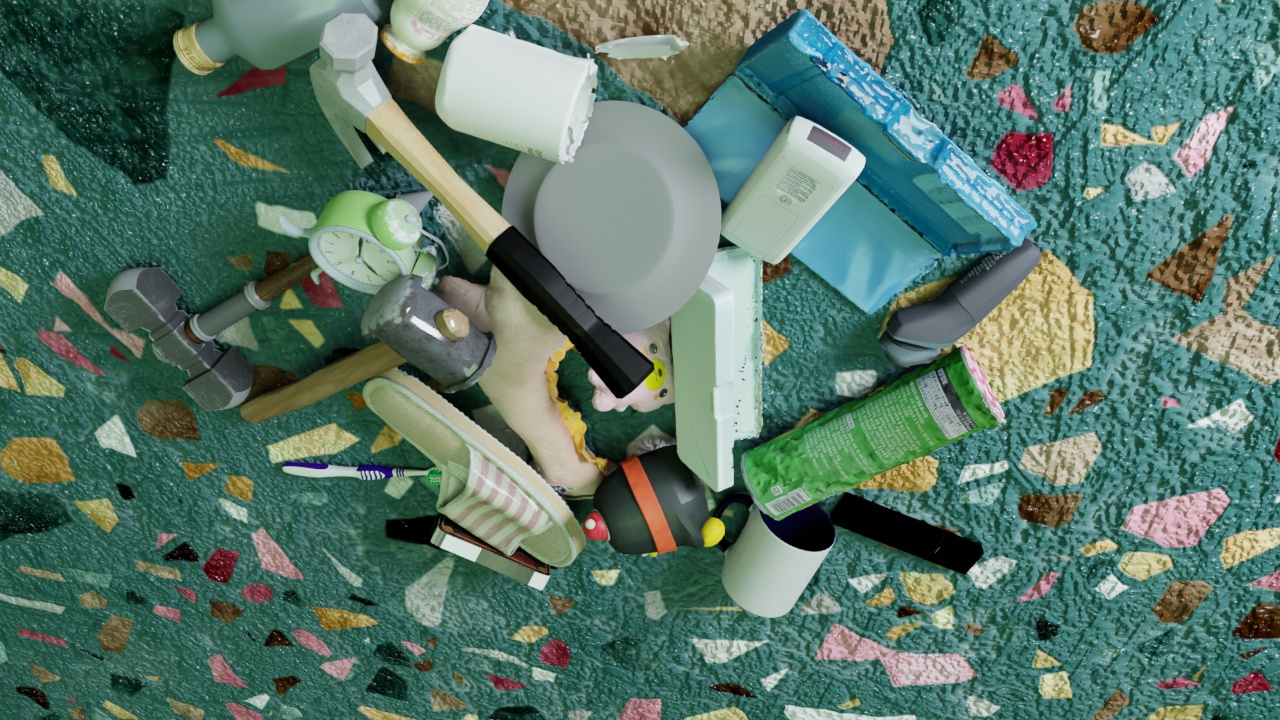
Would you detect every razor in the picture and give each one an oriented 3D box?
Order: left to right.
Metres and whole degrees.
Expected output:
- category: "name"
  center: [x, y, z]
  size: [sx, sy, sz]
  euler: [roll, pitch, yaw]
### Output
- category: "razor"
  center: [0.257, -0.047, 0.740]
  size: [0.052, 0.047, 0.143]
  euler: [38, 116, -19]

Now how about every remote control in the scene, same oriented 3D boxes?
- category: "remote control"
  center: [0.106, -0.120, 0.674]
  size: [0.060, 0.025, 0.139]
  euler: [30, 150, -5]
- category: "remote control"
  center: [0.260, 0.169, 0.897]
  size: [0.150, 0.013, 0.034]
  euler: [22, 123, -6]

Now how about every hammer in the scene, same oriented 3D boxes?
- category: "hammer"
  center: [-0.306, -0.073, 0.800]
  size: [0.323, 0.043, 0.156]
  euler: [-25, 117, 19]
- category: "hammer"
  center: [-0.259, 0.012, 0.799]
  size: [0.329, 0.052, 0.098]
  euler: [-19, 133, 39]
- category: "hammer"
  center: [-0.115, -0.100, 0.678]
  size: [0.328, 0.039, 0.131]
  euler: [46, 158, -2]

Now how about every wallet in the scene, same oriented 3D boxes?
- category: "wallet"
  center: [-0.151, 0.189, 0.932]
  size: [0.123, 0.072, 0.019]
  euler: [27, 98, -12]

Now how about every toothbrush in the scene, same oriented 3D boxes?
- category: "toothbrush"
  center: [-0.275, 0.113, 0.930]
  size: [0.187, 0.016, 0.015]
  euler: [1, 123, 6]

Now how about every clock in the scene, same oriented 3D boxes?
- category: "clock"
  center: [-0.208, -0.091, 0.720]
  size: [0.119, 0.042, 0.094]
  euler: [9, 148, 10]

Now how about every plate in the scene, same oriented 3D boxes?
- category: "plate"
  center: [-0.027, -0.108, 0.702]
  size: [0.179, 0.012, 0.178]
  euler: [2, 96, 17]

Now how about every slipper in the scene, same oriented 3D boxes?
- category: "slipper"
  center: [-0.164, 0.112, 0.869]
  size: [0.263, 0.052, 0.115]
  euler: [45, 141, -12]

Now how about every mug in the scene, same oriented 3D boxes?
- category: "mug"
  center: [0.119, 0.178, 0.891]
  size: [0.112, 0.078, 0.097]
  euler: [35, 125, 18]

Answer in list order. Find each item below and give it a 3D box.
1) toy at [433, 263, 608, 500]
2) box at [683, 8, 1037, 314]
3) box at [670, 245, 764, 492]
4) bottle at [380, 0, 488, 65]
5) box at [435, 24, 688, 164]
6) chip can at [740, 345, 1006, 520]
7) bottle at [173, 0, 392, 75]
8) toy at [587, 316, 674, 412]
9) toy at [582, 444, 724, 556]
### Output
- category: "toy"
  center: [-0.075, 0.022, 0.815]
  size: [0.196, 0.065, 0.264]
  euler: [-17, 121, 23]
- category: "box"
  center: [0.154, -0.143, 0.687]
  size: [0.231, 0.066, 0.173]
  euler: [36, 148, -17]
- category: "box"
  center: [0.076, 0.002, 0.780]
  size: [0.096, 0.086, 0.199]
  euler: [-22, 129, -27]
- category: "bottle"
  center: [-0.139, -0.258, 0.638]
  size: [0.063, 0.063, 0.109]
  euler: [37, 119, -16]
- category: "box"
  center: [-0.056, -0.201, 0.654]
  size: [0.160, 0.084, 0.119]
  euler: [21, 97, 3]
- category: "chip can"
  center: [0.197, 0.069, 0.804]
  size: [0.224, 0.075, 0.075]
  euler: [-29, 115, 25]
- category: "bottle"
  center: [-0.267, -0.254, 0.668]
  size: [0.161, 0.046, 0.072]
  euler: [-17, 119, 18]
- category: "toy"
  center: [-0.005, 0.005, 0.790]
  size: [0.050, 0.093, 0.102]
  euler: [23, 132, 46]
- category: "toy"
  center: [0.004, 0.136, 0.853]
  size: [0.119, 0.097, 0.100]
  euler: [-23, 109, -4]
